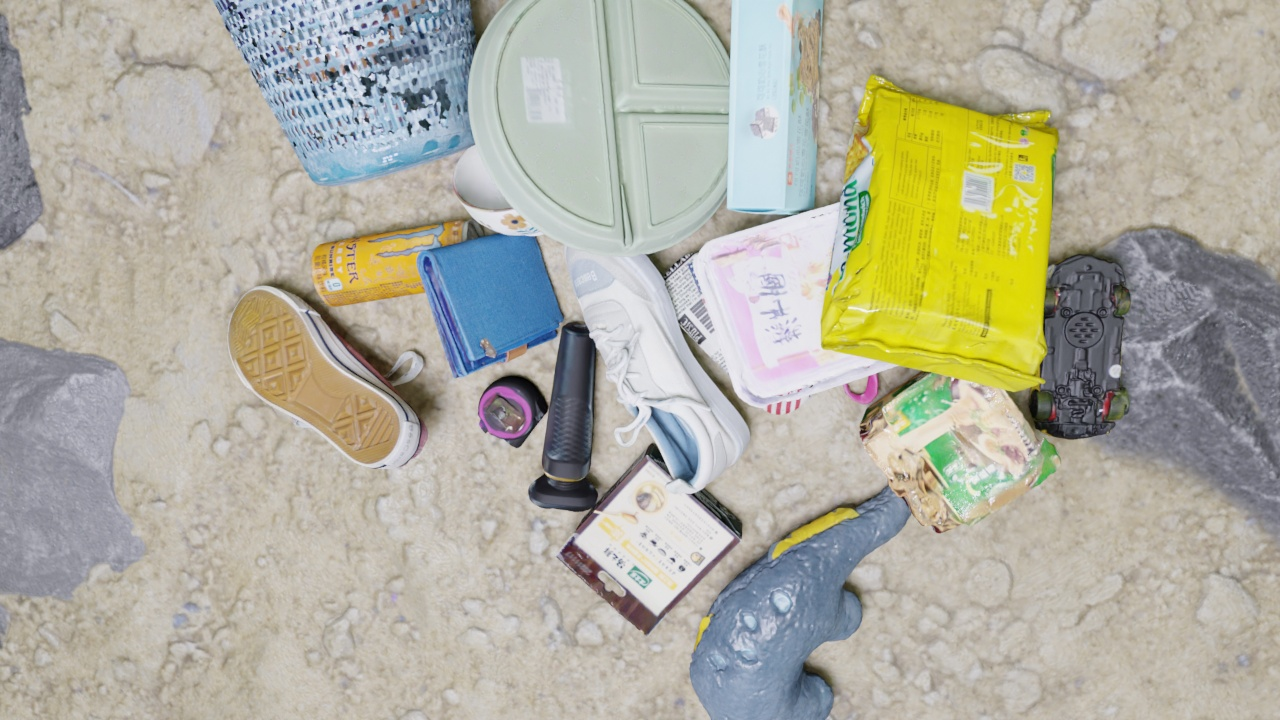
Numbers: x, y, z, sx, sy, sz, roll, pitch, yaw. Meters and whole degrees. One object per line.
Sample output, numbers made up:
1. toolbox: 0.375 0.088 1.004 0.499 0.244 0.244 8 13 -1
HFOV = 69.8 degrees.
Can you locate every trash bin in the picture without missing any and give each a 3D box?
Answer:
1. trash bin: -0.216 -0.249 0.714 0.227 0.226 0.195 -11 112 10

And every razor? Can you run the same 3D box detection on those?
1. razor: -0.062 0.049 0.816 0.062 0.067 0.167 5 92 -3

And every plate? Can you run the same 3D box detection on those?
1. plate: -0.018 -0.196 0.716 0.230 0.027 0.230 2 85 -20

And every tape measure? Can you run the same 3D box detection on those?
1. tape measure: -0.117 0.044 0.827 0.058 0.039 0.057 41 104 0

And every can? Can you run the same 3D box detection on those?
1. can: -0.211 -0.085 0.808 0.146 0.058 0.058 -8 99 10

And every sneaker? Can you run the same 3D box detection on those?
1. sneaker: -0.274 0.019 0.825 0.241 0.088 0.118 34 92 23
2. sneaker: -0.004 0.004 0.764 0.090 0.090 0.242 -22 104 50

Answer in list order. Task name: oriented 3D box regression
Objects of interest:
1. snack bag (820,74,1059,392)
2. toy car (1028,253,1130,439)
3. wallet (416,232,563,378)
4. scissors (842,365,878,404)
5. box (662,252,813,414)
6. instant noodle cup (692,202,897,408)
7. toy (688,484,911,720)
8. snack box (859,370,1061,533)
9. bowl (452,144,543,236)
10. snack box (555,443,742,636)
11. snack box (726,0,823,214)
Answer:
1. snack bag: 0.228 -0.099 0.679 0.158 0.068 0.246 13 67 2
2. toy car: 0.356 -0.010 0.745 0.071 0.041 0.156 -1 102 9
3. wallet: -0.122 -0.051 0.766 0.040 0.132 0.106 -12 99 34
4. scissors: 0.207 -0.026 0.779 0.133 0.017 0.133 10 99 11
5. box: 0.085 -0.024 0.788 0.072 0.060 0.164 -43 93 -9
6. instant noodle cup: 0.135 -0.044 0.734 0.173 0.060 0.138 -18 84 -9
7. toy: 0.118 0.255 0.815 0.137 0.091 0.357 16 106 -23
8. snack box: 0.245 0.056 0.743 0.118 0.105 0.118 -36 95 11
9. bowl: -0.093 -0.144 0.767 0.113 0.113 0.062 -10 141 10
10. snack box: 0.009 0.160 0.824 0.113 0.053 0.126 42 104 -1
11. snack box: 0.106 -0.204 0.723 0.052 0.074 0.175 6 102 27
